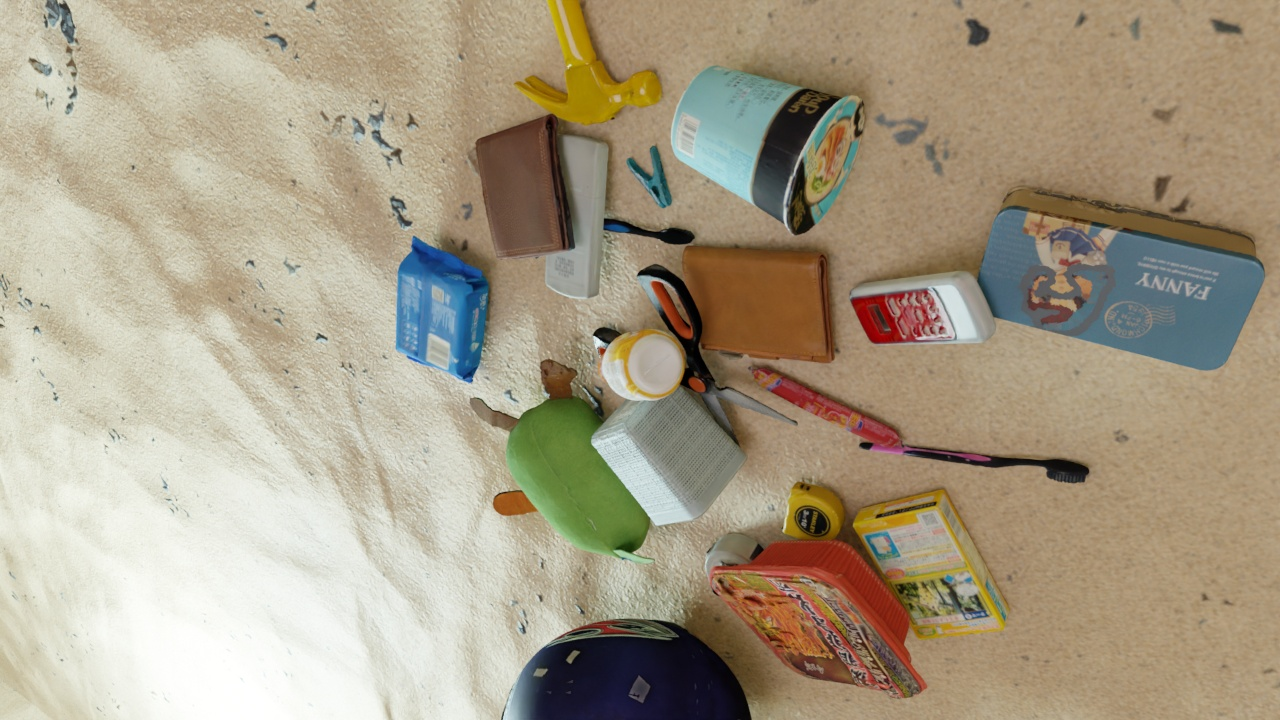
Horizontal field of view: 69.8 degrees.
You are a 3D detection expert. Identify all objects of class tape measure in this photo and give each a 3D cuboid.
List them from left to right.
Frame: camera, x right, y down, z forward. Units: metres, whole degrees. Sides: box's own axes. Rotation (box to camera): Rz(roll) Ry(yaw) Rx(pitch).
[{"bbox_3d":[0.101,0.217,0.963,0.066,0.033,0.066,-8,113,33],"label":"tape measure"},{"bbox_3d":[0.168,0.147,0.885,0.057,0.028,0.060,18,124,23],"label":"tape measure"}]

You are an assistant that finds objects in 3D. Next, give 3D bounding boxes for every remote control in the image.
[{"bbox_3d":[-0.059,-0.132,0.852,0.058,0.021,0.150,20,117,33],"label":"remote control"},{"bbox_3d":[0.215,-0.038,0.713,0.056,0.020,0.136,62,160,-12],"label":"remote control"}]

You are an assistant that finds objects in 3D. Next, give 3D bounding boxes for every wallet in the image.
[{"bbox_3d":[-0.105,-0.156,0.851,0.101,0.032,0.124,-1,101,46],"label":"wallet"},{"bbox_3d":[0.104,-0.048,0.808,0.132,0.031,0.108,7,122,34],"label":"wallet"}]

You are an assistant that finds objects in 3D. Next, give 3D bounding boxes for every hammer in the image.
[{"bbox_3d":[-0.079,-0.342,0.751,0.129,0.032,0.301,-3,115,32],"label":"hammer"}]

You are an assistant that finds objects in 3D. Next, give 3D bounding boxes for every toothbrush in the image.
[{"bbox_3d":[-0.034,-0.128,0.862,0.190,0.016,0.014,13,125,28],"label":"toothbrush"},{"bbox_3d":[0.282,0.086,0.790,0.189,0.014,0.018,5,131,30],"label":"toothbrush"}]

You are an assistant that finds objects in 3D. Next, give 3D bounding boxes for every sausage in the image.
[{"bbox_3d":[0.166,0.042,0.831,0.156,0.020,0.020,26,127,17],"label":"sausage"}]

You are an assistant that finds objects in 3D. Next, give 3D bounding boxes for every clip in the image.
[{"bbox_3d":[0.012,-0.160,0.813,0.034,0.013,0.054,-16,105,38],"label":"clip"}]

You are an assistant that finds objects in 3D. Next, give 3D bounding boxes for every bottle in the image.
[{"bbox_3d":[-0.005,0.005,0.836,0.063,0.063,0.108,59,160,-10],"label":"bottle"}]

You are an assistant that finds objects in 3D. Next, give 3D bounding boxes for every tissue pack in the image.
[{"bbox_3d":[-0.212,-0.053,0.988,0.095,0.052,0.157,24,127,16],"label":"tissue pack"}]

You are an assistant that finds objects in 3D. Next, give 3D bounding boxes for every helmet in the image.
[{"bbox_3d":[-0.037,0.413,1.017,0.316,0.246,0.240,-21,122,30],"label":"helmet"}]

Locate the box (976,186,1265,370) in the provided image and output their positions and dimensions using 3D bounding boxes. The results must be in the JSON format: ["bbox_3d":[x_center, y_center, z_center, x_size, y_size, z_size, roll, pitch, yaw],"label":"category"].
[{"bbox_3d":[0.335,-0.059,0.643,0.184,0.061,0.090,17,125,25],"label":"box"}]

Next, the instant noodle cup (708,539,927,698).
[{"bbox_3d":[0.172,0.237,0.875,0.164,0.078,0.189,50,148,-15],"label":"instant noodle cup"}]

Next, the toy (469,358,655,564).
[{"bbox_3d":[-0.070,0.114,0.974,0.227,0.089,0.247,-24,106,25],"label":"toy"}]

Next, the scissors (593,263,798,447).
[{"bbox_3d":[0.043,0.002,0.860,0.235,0.021,0.221,17,140,34],"label":"scissors"}]

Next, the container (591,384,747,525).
[{"bbox_3d":[0.023,0.086,0.880,0.111,0.089,0.090,49,149,-10],"label":"container"}]

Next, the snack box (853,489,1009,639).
[{"bbox_3d":[0.268,0.191,0.847,0.087,0.033,0.140,-23,102,38],"label":"snack box"}]

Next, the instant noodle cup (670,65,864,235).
[{"bbox_3d":[0.093,-0.171,0.707,0.120,0.111,0.111,30,129,24],"label":"instant noodle cup"}]
